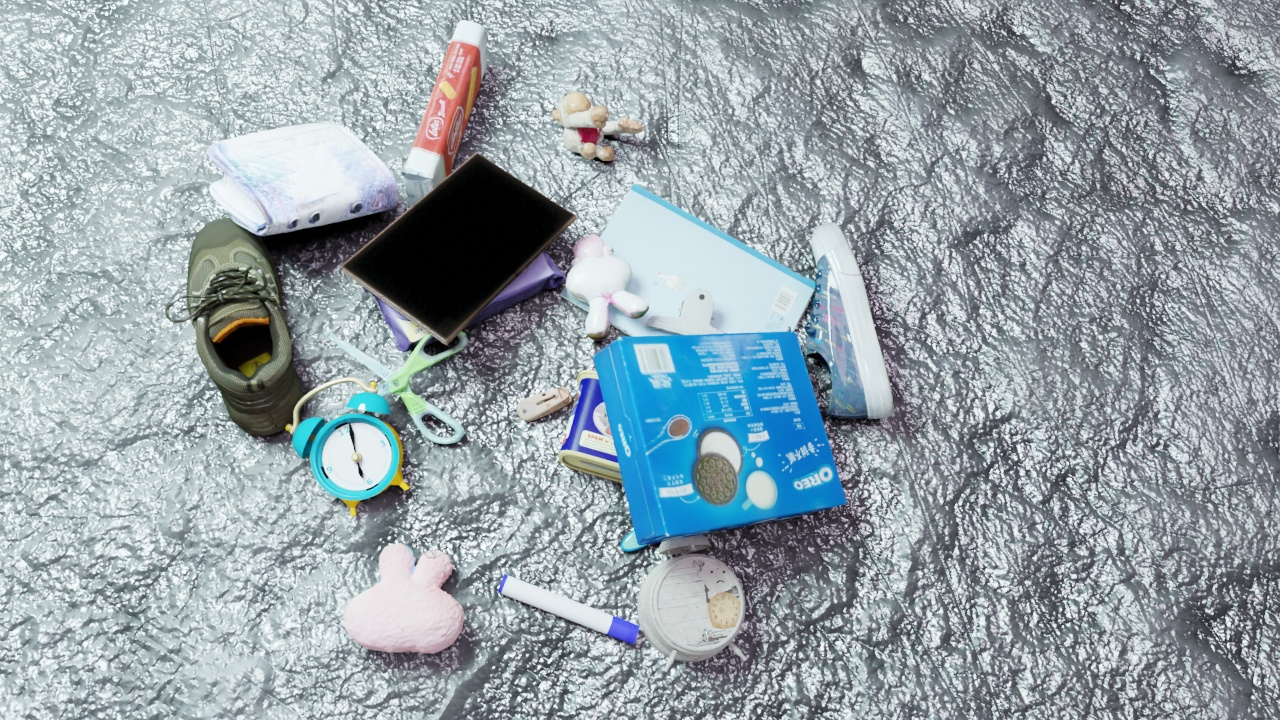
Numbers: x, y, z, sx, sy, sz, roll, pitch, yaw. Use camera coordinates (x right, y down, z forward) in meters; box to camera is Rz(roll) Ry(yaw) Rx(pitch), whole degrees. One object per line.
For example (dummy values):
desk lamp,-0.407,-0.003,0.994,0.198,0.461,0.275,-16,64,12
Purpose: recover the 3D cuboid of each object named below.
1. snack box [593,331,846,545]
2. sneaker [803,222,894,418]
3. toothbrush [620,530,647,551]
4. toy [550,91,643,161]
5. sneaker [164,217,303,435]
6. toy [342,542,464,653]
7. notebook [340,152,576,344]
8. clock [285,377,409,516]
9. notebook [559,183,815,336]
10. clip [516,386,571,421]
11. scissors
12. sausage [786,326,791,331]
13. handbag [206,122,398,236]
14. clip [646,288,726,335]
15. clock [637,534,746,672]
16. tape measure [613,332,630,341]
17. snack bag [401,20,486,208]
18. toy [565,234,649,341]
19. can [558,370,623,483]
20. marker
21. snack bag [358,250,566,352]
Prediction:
snack box,0.084,0.071,0.927,0.238,0.056,0.195,-3,71,-34
sneaker,0.221,-0.041,1.045,0.079,0.087,0.235,-13,74,6
toothbrush,0.038,0.161,0.950,0.135,0.017,0.022,-27,78,-20
toy,-0.062,-0.285,1.097,0.106,0.074,0.085,40,32,29
sneaker,-0.400,-0.053,0.889,0.101,0.143,0.237,-18,72,-17
toy,-0.217,0.223,0.861,0.108,0.053,0.105,9,55,-7
notebook,-0.187,-0.124,0.964,0.141,0.008,0.208,34,61,13
clock,-0.284,0.082,0.901,0.099,0.044,0.129,-27,89,-7
notebook,0.060,-0.081,1.060,0.253,0.009,0.180,30,66,3
clip,-0.099,0.045,0.973,0.052,0.059,0.026,-3,63,-56
scissors,-0.244,0.027,0.927,0.171,0.023,0.172,-29,107,6
sausage,0.177,0.036,1.021,0.020,0.020,0.155,-6,74,-13
handbag,-0.354,-0.183,0.966,0.126,0.069,0.158,41,43,22
clip,0.061,-0.049,1.034,0.101,0.045,0.055,16,73,-4
clock,0.050,0.220,0.903,0.103,0.061,0.156,-4,70,-12
tape measure,-0.006,0.006,0.998,0.061,0.034,0.061,17,77,1
snack bag,-0.222,-0.281,1.053,0.041,0.078,0.224,12,66,-3
toy,-0.042,-0.085,1.018,0.079,0.038,0.122,-20,72,-3
can,-0.021,0.073,0.955,0.116,0.057,0.092,16,67,-3
marker,-0.070,0.242,0.896,0.141,0.020,0.020,21,65,-1
snack bag,-0.188,-0.086,0.991,0.205,0.059,0.096,-28,78,-22
